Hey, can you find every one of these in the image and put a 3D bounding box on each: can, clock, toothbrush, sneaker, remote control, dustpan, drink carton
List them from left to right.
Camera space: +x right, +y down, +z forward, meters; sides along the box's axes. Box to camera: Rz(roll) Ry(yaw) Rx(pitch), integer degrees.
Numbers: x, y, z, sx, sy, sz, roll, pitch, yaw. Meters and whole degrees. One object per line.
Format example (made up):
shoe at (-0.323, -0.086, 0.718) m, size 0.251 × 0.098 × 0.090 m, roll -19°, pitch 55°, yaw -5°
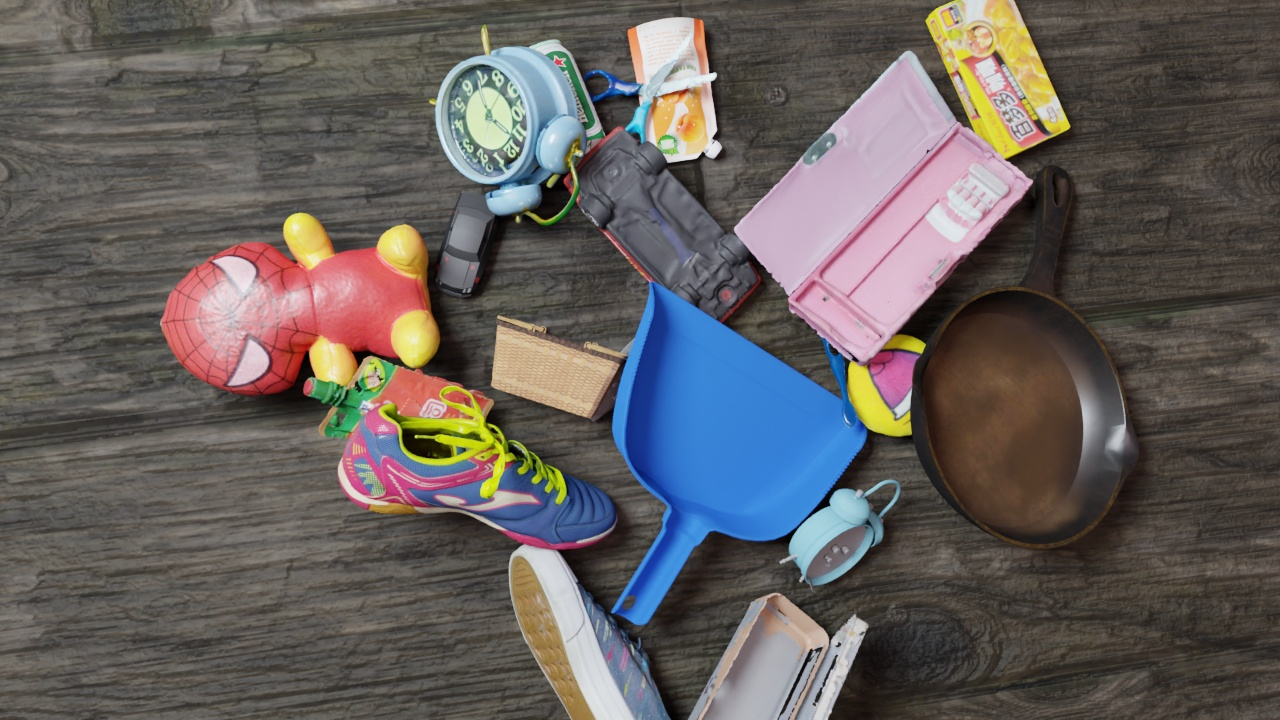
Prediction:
sneaker at (-0.112, 0.092, 0.734) m, size 0.241 × 0.116 × 0.091 m, roll 16°, pitch 118°, yaw -31°
clock at (-0.103, -0.187, 0.766) m, size 0.162 × 0.059 × 0.118 m, roll 51°, pitch 125°, yaw 8°
can at (-0.070, -0.223, 0.802) m, size 0.053 × 0.053 × 0.101 m, roll -23°, pitch 92°, yaw -5°
sneaker at (-0.036, 0.256, 0.797) m, size 0.079 × 0.088 × 0.235 m, roll -27°, pitch 92°, yaw -33°
remote control at (-0.005, 0.005, 0.826) m, size 0.124 × 0.010 × 0.039 m, roll -43°, pitch 93°, yaw -4°
drink carton at (0.032, -0.239, 0.824) m, size 0.069 × 0.039 × 0.122 m, roll -9°, pitch 96°, yaw -3°
dustpan at (0.047, 0.105, 0.788) m, size 0.245 × 0.059 × 0.257 m, roll 31°, pitch 93°, yaw -21°
toothbrush at (0.176, -0.002, 0.824) m, size 0.021 × 0.016 × 0.132 m, roll -7°, pitch 68°, yaw 3°
clock at (0.183, 0.150, 0.807) m, size 0.123 × 0.087 × 0.042 m, roll -41°, pitch 50°, yaw 2°

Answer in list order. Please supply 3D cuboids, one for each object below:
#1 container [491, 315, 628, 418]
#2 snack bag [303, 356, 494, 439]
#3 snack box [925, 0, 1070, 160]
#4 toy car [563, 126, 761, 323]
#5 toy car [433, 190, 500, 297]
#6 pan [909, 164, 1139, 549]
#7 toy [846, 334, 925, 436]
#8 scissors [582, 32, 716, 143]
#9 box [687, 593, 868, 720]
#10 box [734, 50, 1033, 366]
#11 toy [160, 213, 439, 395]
container at (-0.074, 0.006, 0.790) m, size 0.114 × 0.063 × 0.061 m, roll 18°, pitch 91°, yaw 2°
snack bag at (-0.200, 0.038, 0.752) m, size 0.155 × 0.044 × 0.087 m, roll 21°, pitch 120°, yaw -41°
snack box at (0.331, -0.266, 0.852) m, size 0.075 × 0.025 × 0.152 m, roll -25°, pitch 91°, yaw -5°
toy car at (0.021, -0.112, 0.802) m, size 0.081 × 0.056 × 0.189 m, roll -46°, pitch 104°, yaw -6°
toy car at (-0.152, -0.101, 0.801) m, size 0.042 × 0.036 × 0.091 m, roll 18°, pitch 88°, yaw -5°
pan at (0.344, -0.011, 0.827) m, size 0.248 × 0.043 × 0.355 m, roll 18°, pitch 75°, yaw -17°
toy at (0.232, 0.023, 0.831) m, size 0.094 × 0.041 × 0.095 m, roll 38°, pitch 78°, yaw 1°
scissors at (-0.001, -0.243, 0.807) m, size 0.110 × 0.015 × 0.132 m, roll 44°, pitch 112°, yaw 7°
box at (0.094, 0.294, 0.755) m, size 0.107 × 0.095 × 0.215 m, roll 24°, pitch 54°, yaw 20°
box at (0.213, -0.132, 0.816) m, size 0.232 × 0.059 × 0.179 m, roll -44°, pitch 94°, yaw -7°
toy at (-0.279, -0.040, 0.759) m, size 0.216 × 0.099 × 0.147 m, roll -8°, pitch 79°, yaw -6°
